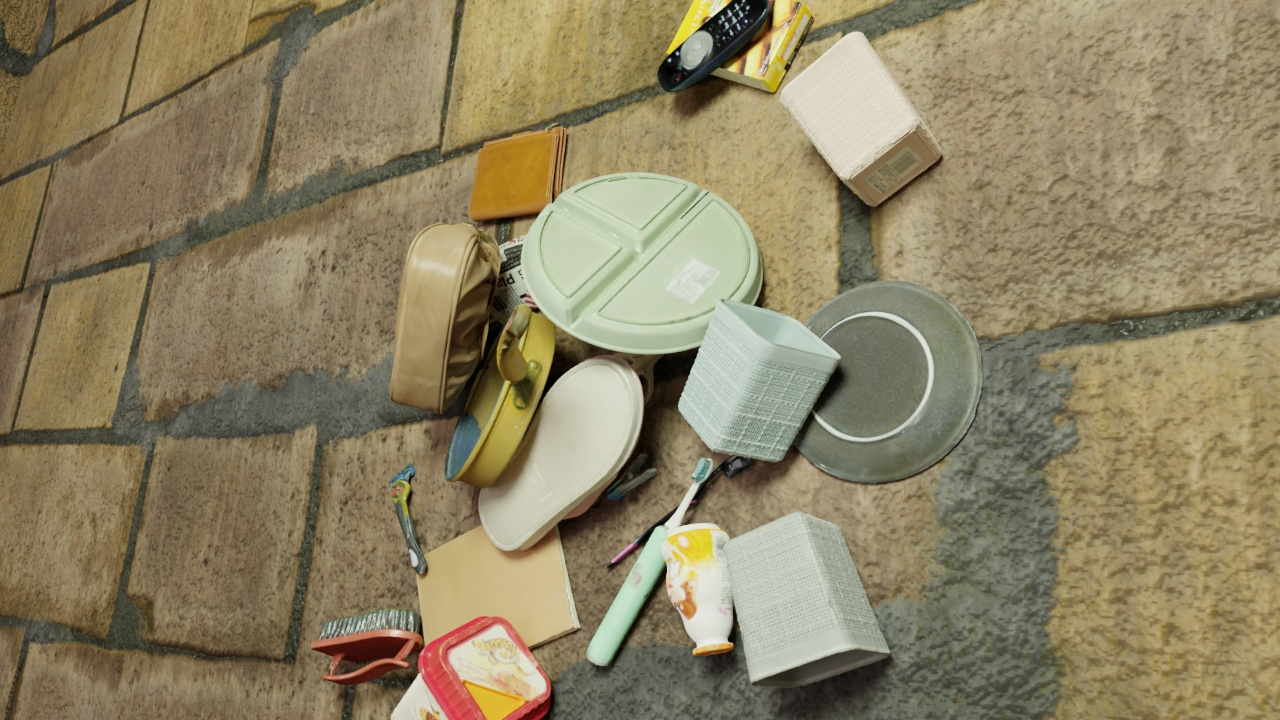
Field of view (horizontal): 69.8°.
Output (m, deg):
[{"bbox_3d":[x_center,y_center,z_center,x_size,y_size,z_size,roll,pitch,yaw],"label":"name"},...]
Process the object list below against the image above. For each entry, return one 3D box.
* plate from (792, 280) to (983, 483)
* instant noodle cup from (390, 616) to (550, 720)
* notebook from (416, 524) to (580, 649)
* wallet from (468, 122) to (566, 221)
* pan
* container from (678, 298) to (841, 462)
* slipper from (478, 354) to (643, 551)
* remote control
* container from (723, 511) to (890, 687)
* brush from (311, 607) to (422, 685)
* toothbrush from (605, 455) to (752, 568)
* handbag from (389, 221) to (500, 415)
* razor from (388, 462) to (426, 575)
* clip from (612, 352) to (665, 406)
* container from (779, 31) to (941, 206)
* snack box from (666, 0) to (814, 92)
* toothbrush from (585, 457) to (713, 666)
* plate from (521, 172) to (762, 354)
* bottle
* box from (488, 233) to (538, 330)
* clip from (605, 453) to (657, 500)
[{"bbox_3d":[0.195,0.015,0.778,0.180,0.024,0.179,-12,69,34],"label":"plate"},{"bbox_3d":[-0.170,0.332,0.893,0.116,0.116,0.124,50,121,17],"label":"instant noodle cup"},{"bbox_3d":[-0.161,0.246,0.979,0.212,0.012,0.149,-30,59,26],"label":"notebook"},{"bbox_3d":[-0.148,-0.231,1.105,0.131,0.035,0.119,-1,75,35],"label":"wallet"},{"bbox_3d":[-0.131,0.015,0.876,0.358,0.078,0.197,-27,42,64],"label":"pan"},{"bbox_3d":[0.097,0.020,0.791,0.112,0.090,0.090,-67,31,18],"label":"container"},{"bbox_3d":[-0.075,0.097,0.908,0.114,0.054,0.275,54,126,21],"label":"slipper"},{"bbox_3d":[0.076,-0.321,0.931,0.137,0.024,0.053,-34,59,25],"label":"remote control"},{"bbox_3d":[0.128,0.190,0.733,0.090,0.090,0.114,-30,57,26],"label":"container"},{"bbox_3d":[-0.300,0.321,1.023,0.146,0.063,0.069,-20,50,32],"label":"brush"},{"bbox_3d":[0.034,0.145,0.865,0.189,0.014,0.017,-43,67,19],"label":"toothbrush"},{"bbox_3d":[-0.206,-0.046,0.984,0.147,0.100,0.205,-80,6,-57],"label":"handbag"},{"bbox_3d":[-0.272,0.187,1.070,0.043,0.022,0.142,-41,52,22],"label":"razor"},{"bbox_3d":[-0.007,0.005,0.909,0.035,0.098,0.100,37,110,38],"label":"clip"},{"bbox_3d":[0.196,-0.207,0.808,0.090,0.090,0.111,-37,60,22],"label":"container"},{"bbox_3d":[0.102,-0.338,0.955,0.140,0.033,0.087,32,95,40],"label":"snack box"},{"bbox_3d":[0.011,0.187,0.852,0.026,0.027,0.224,35,101,37],"label":"toothbrush"},{"bbox_3d":[0.003,-0.101,0.861,0.230,0.028,0.229,2,52,-2],"label":"plate"},{"bbox_3d":[0.055,0.199,0.799,0.063,0.063,0.108,-23,63,29],"label":"bottle"},{"bbox_3d":[-0.157,-0.090,1.068,0.162,0.075,0.085,-20,98,28],"label":"box"},{"bbox_3d":[-0.011,0.115,0.901,0.057,0.024,0.028,-45,58,13],"label":"clip"}]
